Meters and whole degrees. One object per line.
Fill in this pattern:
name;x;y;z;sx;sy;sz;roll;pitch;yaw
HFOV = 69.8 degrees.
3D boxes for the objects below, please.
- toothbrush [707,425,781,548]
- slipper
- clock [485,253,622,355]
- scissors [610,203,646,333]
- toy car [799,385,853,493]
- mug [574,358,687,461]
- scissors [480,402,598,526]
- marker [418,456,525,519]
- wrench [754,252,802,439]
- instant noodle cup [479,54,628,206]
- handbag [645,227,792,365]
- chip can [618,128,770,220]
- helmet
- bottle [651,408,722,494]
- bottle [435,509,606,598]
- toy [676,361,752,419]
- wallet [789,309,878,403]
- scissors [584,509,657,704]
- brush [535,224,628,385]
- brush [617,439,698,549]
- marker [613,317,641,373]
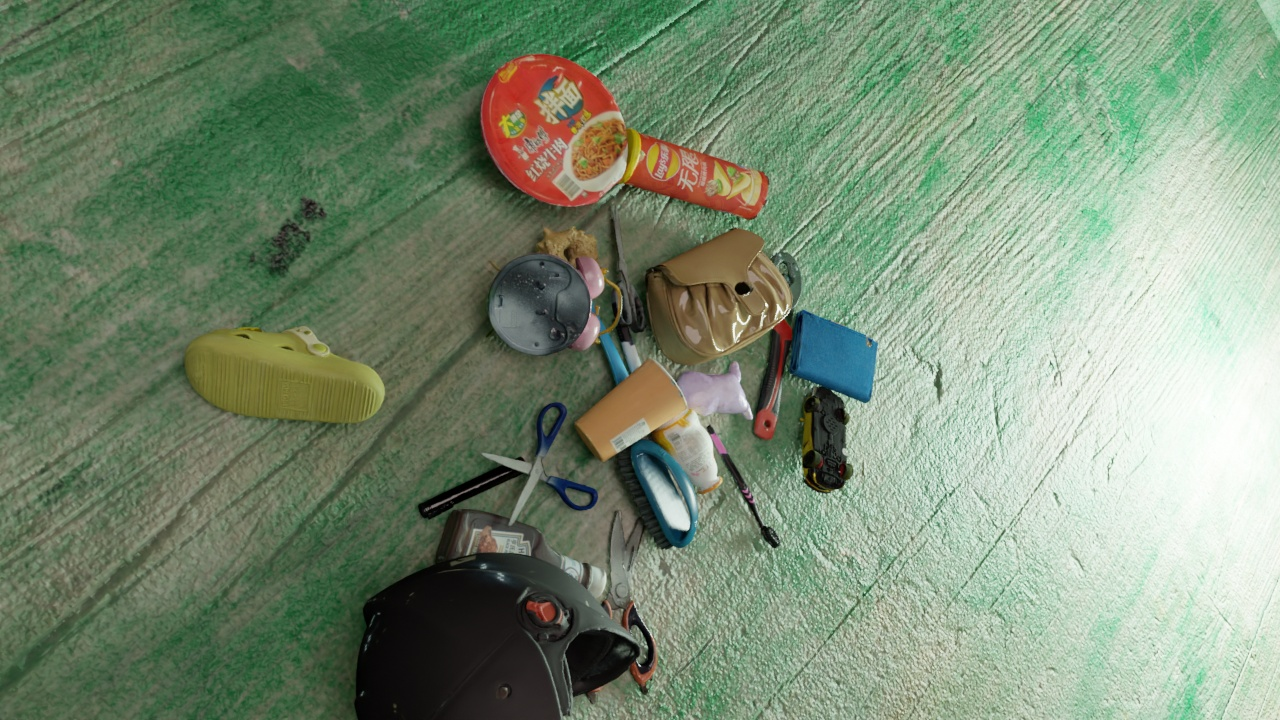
toothbrush;0.137;0.167;1.213;0.014;0.018;0.189;-32;96;-32
slipper;-0.356;0.010;0.933;0.190;0.092;0.081;13;34;-18
clock;-0.099;-0.067;1.067;0.158;0.060;0.117;4;101;-8
scissors;-0.026;-0.121;1.156;0.174;0.014;0.136;67;28;-14
toy car;0.256;0.109;1.275;0.071;0.041;0.155;22;55;-24
mug;-0.014;0.064;1.102;0.122;0.078;0.078;-37;100;-12
scissors;-0.113;0.121;1.063;0.172;0.012;0.162;25;59;-37
marker;-0.186;0.142;1.030;0.131;0.022;0.020;-23;127;-31
wrench;0.191;-0.022;1.280;0.056;0.016;0.273;17;72;-26
instant noodle cup;-0.113;-0.271;1.126;0.193;0.066;0.193;7;76;-28
handbag;0.105;-0.085;1.194;0.204;0.100;0.148;-30;92;-34
chip can;0.067;-0.245;1.221;0.216;0.073;0.073;10;76;-29
helmet;-0.145;0.299;0.901;0.274;0.234;0.230;-19;61;-28
bottle;0.062;0.114;1.152;0.063;0.063;0.108;-35;98;-30
bottle;-0.129;0.227;1.034;0.194;0.044;0.079;24;71;-25
toy;0.094;0.040;1.200;0.107;0.039;0.083;-2;67;-25
wallet;0.275;-0.007;1.309;0.133;0.040;0.106;21;65;-21
scissors;-0.021;0.298;1.099;0.195;0.015;0.215;-36;98;-30
brush;-0.056;-0.050;1.131;0.083;0.046;0.254;-28;100;-35
brush;0.029;0.161;1.116;0.055;0.074;0.144;-32;99;-55
marker;-0.007;0.007;1.159;0.018;0.022;0.130;-19;89;-4
